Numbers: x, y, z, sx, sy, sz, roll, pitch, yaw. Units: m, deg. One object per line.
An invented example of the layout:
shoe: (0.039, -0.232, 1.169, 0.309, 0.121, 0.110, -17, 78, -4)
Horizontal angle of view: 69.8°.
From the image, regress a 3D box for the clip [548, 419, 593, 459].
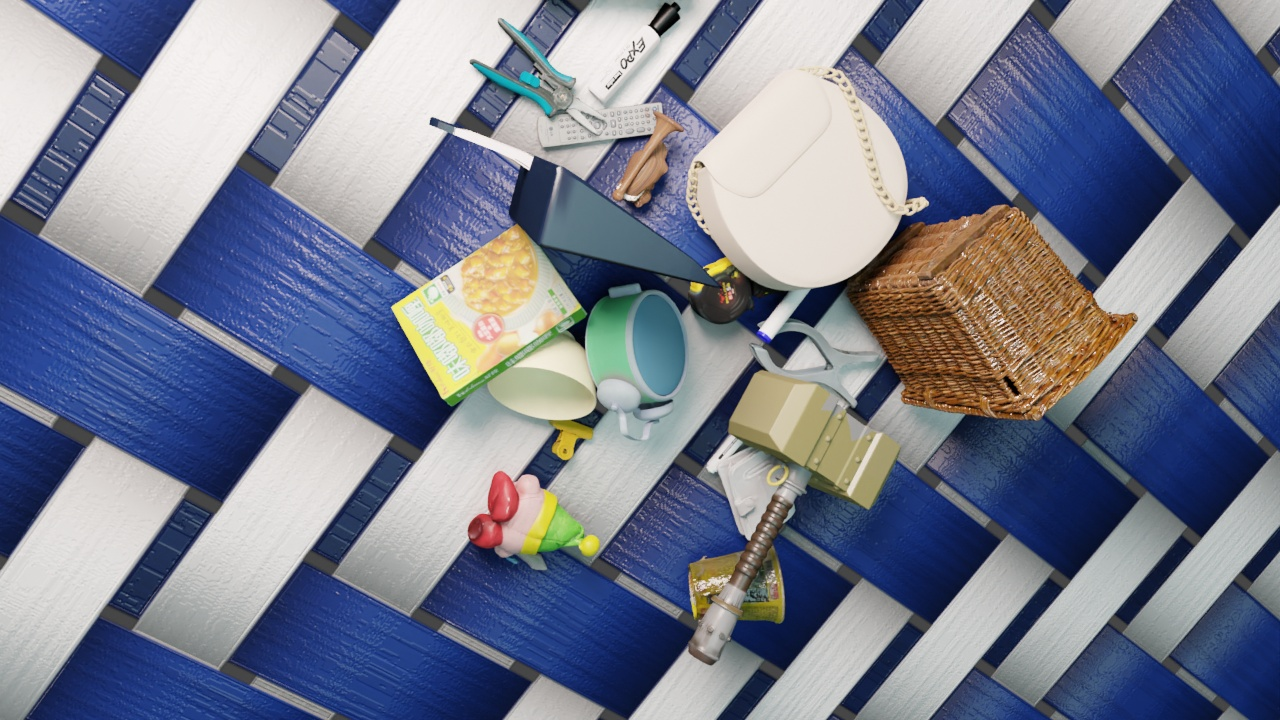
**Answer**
clip: (-0.084, 0.092, 1.058, 0.053, 0.035, 0.046, 23, 92, -20)

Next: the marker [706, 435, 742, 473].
marker: (0.125, 0.084, 1.114, 0.020, 0.017, 0.133, 42, 95, 16)

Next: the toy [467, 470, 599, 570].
toy: (-0.123, 0.196, 1.052, 0.131, 0.097, 0.124, 14, 110, -37)

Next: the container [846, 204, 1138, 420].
container: (0.360, -0.058, 1.008, 0.162, 0.250, 0.183, -41, 101, -11)

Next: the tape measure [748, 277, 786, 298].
tape measure: (0.153, -0.107, 1.050, 0.062, 0.038, 0.067, -14, 108, -10)

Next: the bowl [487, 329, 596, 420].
bowl: (-0.100, 0.005, 0.998, 0.118, 0.118, 0.073, 20, 58, -19)

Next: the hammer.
hammer: (0.146, 0.196, 1.054, 0.190, 0.101, 0.324, 33, 82, -30)

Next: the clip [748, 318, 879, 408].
clip: (0.201, 0.013, 1.106, 0.163, 0.028, 0.108, 17, 102, -17)

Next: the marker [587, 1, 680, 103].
marker: (-0.004, -0.322, 0.954, 0.025, 0.025, 0.126, 42, 94, -21)

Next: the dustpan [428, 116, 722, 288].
dustpan: (-0.071, -0.157, 0.875, 0.273, 0.236, 0.080, 11, 102, -17)

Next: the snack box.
snack box: (-0.159, -0.051, 0.952, 0.168, 0.132, 0.027, -34, 155, -2)

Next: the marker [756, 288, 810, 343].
marker: (0.183, -0.081, 1.062, 0.020, 0.020, 0.141, 41, 82, -21)

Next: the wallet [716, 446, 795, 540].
wallet: (0.148, 0.159, 1.125, 0.086, 0.032, 0.116, -32, 116, -16)

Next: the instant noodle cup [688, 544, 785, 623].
instant noodle cup: (0.117, 0.281, 1.136, 0.108, 0.102, 0.102, -5, 108, -3)

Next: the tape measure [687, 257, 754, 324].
tape measure: (0.091, -0.078, 1.044, 0.072, 0.042, 0.071, -19, 111, -12)

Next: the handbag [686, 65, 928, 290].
handbag: (0.175, -0.185, 0.978, 0.210, 0.103, 0.208, -46, 100, -8)

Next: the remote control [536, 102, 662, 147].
remote control: (-0.042, -0.249, 0.972, 0.136, 0.013, 0.033, -10, 108, -11)

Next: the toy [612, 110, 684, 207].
toy: (0.007, -0.208, 0.977, 0.041, 0.054, 0.102, 36, 94, 17)

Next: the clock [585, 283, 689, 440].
clock: (-0.006, 0.006, 0.991, 0.121, 0.075, 0.161, 22, 66, -54)

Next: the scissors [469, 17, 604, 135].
scissors: (-0.107, -0.287, 0.938, 0.149, 0.019, 0.122, -5, 99, -12)
